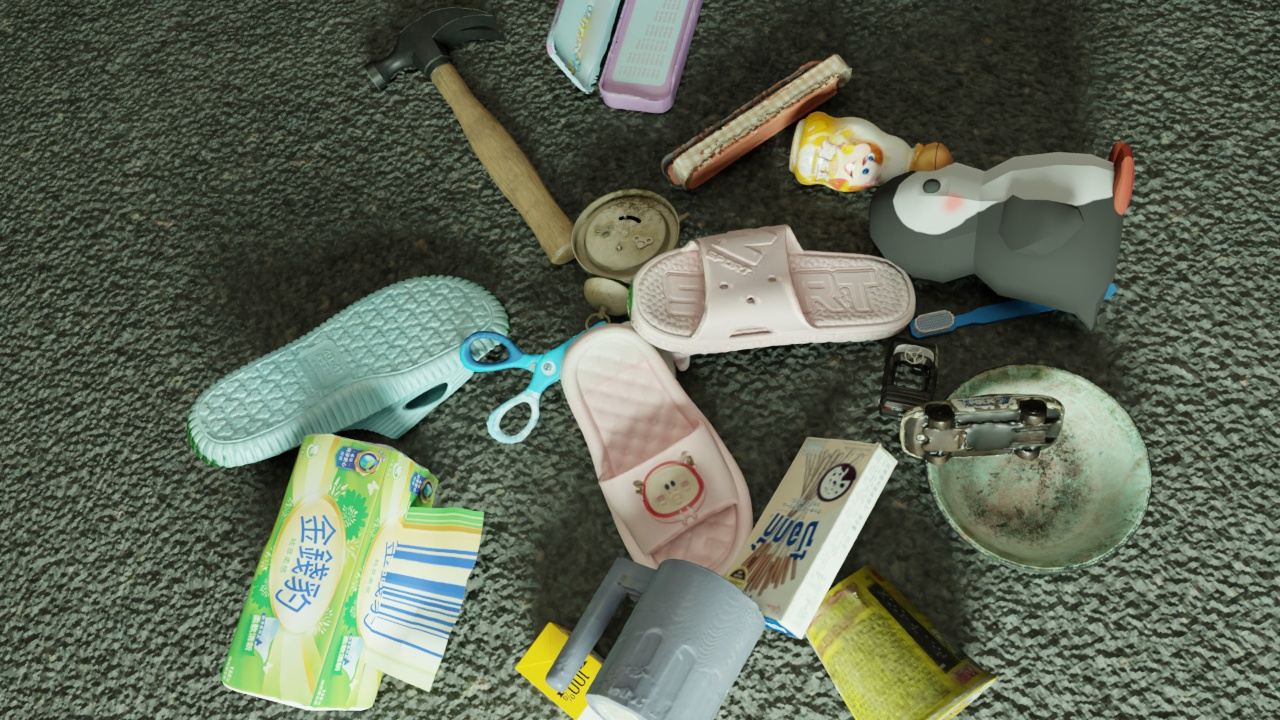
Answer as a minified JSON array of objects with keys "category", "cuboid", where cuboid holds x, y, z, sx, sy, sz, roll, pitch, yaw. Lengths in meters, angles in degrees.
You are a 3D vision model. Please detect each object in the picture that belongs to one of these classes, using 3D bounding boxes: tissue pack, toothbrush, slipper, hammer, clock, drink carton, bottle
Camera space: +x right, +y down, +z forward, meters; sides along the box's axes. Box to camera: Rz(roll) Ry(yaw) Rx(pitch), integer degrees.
[{"category":"tissue pack","cuboid":[-0.200,0.167,0.697,0.141,0.120,0.197,9,77,13]},{"category":"toothbrush","cuboid":[0.303,-0.043,0.746,0.167,0.014,0.016,-12,68,4]},{"category":"slipper","cuboid":[0.013,0.072,0.709,0.106,0.056,0.221,-27,85,-4]},{"category":"hammer","cuboid":[-0.140,-0.214,0.869,0.132,0.040,0.305,-35,69,-1]},{"category":"clock","cuboid":[-0.015,-0.080,0.788,0.093,0.055,0.140,13,66,19]},{"category":"drink carton","cuboid":[-0.026,0.246,0.665,0.122,0.058,0.040,34,78,19]},{"category":"slipper","cuboid":[-0.241,0.014,0.781,0.275,0.070,0.116,-28,63,-18]},{"category":"bottle","cuboid":[0.185,-0.176,0.789,0.109,0.063,0.063,13,72,12]},{"category":"slipper","cuboid":[0.109,-0.061,0.724,0.239,0.065,0.094,-1,62,-10]}]

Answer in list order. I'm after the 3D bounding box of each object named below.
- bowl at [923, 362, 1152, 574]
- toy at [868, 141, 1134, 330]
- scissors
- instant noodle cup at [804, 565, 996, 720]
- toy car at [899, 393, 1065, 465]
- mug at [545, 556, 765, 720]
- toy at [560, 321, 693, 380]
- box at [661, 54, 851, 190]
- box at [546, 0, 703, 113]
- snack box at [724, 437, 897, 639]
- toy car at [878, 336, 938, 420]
[{"category":"bowl","cuboid":[0.291,0.082,0.687,0.157,0.038,0.157,-3,69,8]},{"category":"toy","cuboid":[0.274,-0.099,0.722,0.184,0.158,0.140,6,107,22]},{"category":"scissors","cuboid":[-0.085,-0.002,0.746,0.141,0.013,0.113,-37,92,10]},{"category":"instant noodle cup","cuboid":[0.170,0.207,0.635,0.102,0.102,0.108,-35,60,-5]},{"category":"toy car","cuboid":[0.244,0.045,0.662,0.113,0.048,0.040,-4,37,7]},{"category":"mug","cuboid":[0.007,0.195,0.620,0.124,0.084,0.103,12,53,34]},{"category":"toy","cuboid":[-0.005,0.004,0.763,0.125,0.037,0.076,-29,72,2]},{"category":"box","cuboid":[0.102,-0.217,0.821,0.187,0.055,0.076,-34,36,-6]},{"category":"box","cuboid":[-0.010,-0.349,0.883,0.140,0.062,0.213,22,71,-20]},{"category":"snack box","cuboid":[0.120,0.124,0.671,0.026,0.082,0.149,42,70,-23]},{"category":"toy car","cuboid":[0.209,0.013,0.713,0.040,0.037,0.092,11,39,14]}]
